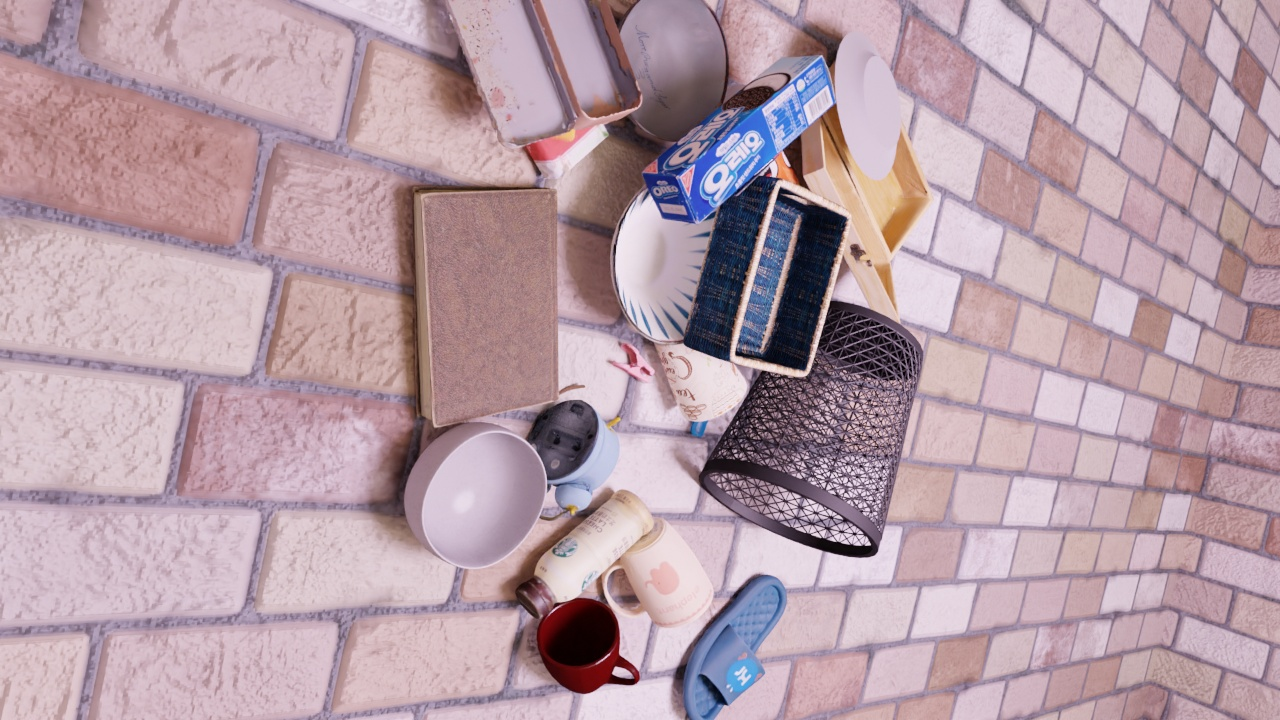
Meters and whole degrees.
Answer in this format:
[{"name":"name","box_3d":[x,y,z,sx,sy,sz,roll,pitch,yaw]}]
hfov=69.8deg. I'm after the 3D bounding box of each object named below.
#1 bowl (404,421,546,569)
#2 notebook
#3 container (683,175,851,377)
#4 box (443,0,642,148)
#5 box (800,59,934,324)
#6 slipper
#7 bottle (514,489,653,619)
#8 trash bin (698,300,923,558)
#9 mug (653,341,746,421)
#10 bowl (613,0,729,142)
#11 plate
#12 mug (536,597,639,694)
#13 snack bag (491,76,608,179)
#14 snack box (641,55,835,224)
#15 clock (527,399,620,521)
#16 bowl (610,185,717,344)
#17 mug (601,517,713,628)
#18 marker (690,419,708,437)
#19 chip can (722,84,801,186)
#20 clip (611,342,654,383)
[{"name":"bowl","box_3d":[-0.159,0.121,0.854,0.131,0.064,0.132,-13,110,-39]},{"name":"notebook","box_3d":[-0.125,-0.054,0.865,0.189,0.034,0.215,-9,106,-41]},{"name":"container","box_3d":[0.133,-0.086,0.959,0.145,0.071,0.187,11,96,-46]},{"name":"box","box_3d":[-0.094,-0.302,0.792,0.148,0.043,0.216,-27,100,-38]},{"name":"box","box_3d":[0.273,-0.212,1.136,0.247,0.097,0.260,52,42,-34]},{"name":"slipper","box_3d":[0.125,0.367,1.170,0.213,0.059,0.104,-51,126,-22]},{"name":"bottle","box_3d":[-0.059,0.205,0.969,0.161,0.057,0.056,-38,123,-29]},{"name":"trash bin","box_3d":[0.217,0.075,1.091,0.217,0.217,0.242,43,65,-39]},{"name":"mug","box_3d":[0.070,-0.007,1.032,0.097,0.081,0.121,61,42,-24]},{"name":"bowl","box_3d":[0.017,-0.293,0.917,0.150,0.057,0.151,-11,108,-40]},{"name":"plate","box_3d":[0.276,-0.299,1.075,0.172,0.019,0.172,8,80,-52]},{"name":"mug","box_3d":[-0.051,0.320,0.976,0.086,0.114,0.088,-50,148,-41]},{"name":"snack bag","box_3d":[-0.085,-0.236,0.854,0.076,0.036,0.116,-47,127,-23]},{"name":"snack box","box_3d":[0.102,-0.222,0.907,0.225,0.059,0.059,-44,127,-22]},{"name":"clock","box_3d":[-0.072,0.100,0.912,0.051,0.089,0.124,44,69,-45]},{"name":"bowl","box_3d":[0.020,-0.108,0.954,0.176,0.071,0.177,-10,106,-39]},{"name":"mug","box_3d":[0.011,0.242,1.032,0.111,0.085,0.104,-28,111,-1]},{"name":"marker","box_3d":[0.085,0.031,1.083,0.018,0.015,0.123,28,79,-45]},{"name":"chip can","box_3d":[0.139,-0.203,1.024,0.062,0.062,0.210,-53,129,-19]},{"name":"clip","box_3d":[-0.008,0.009,0.992,0.057,0.022,0.035,40,70,-41]}]
